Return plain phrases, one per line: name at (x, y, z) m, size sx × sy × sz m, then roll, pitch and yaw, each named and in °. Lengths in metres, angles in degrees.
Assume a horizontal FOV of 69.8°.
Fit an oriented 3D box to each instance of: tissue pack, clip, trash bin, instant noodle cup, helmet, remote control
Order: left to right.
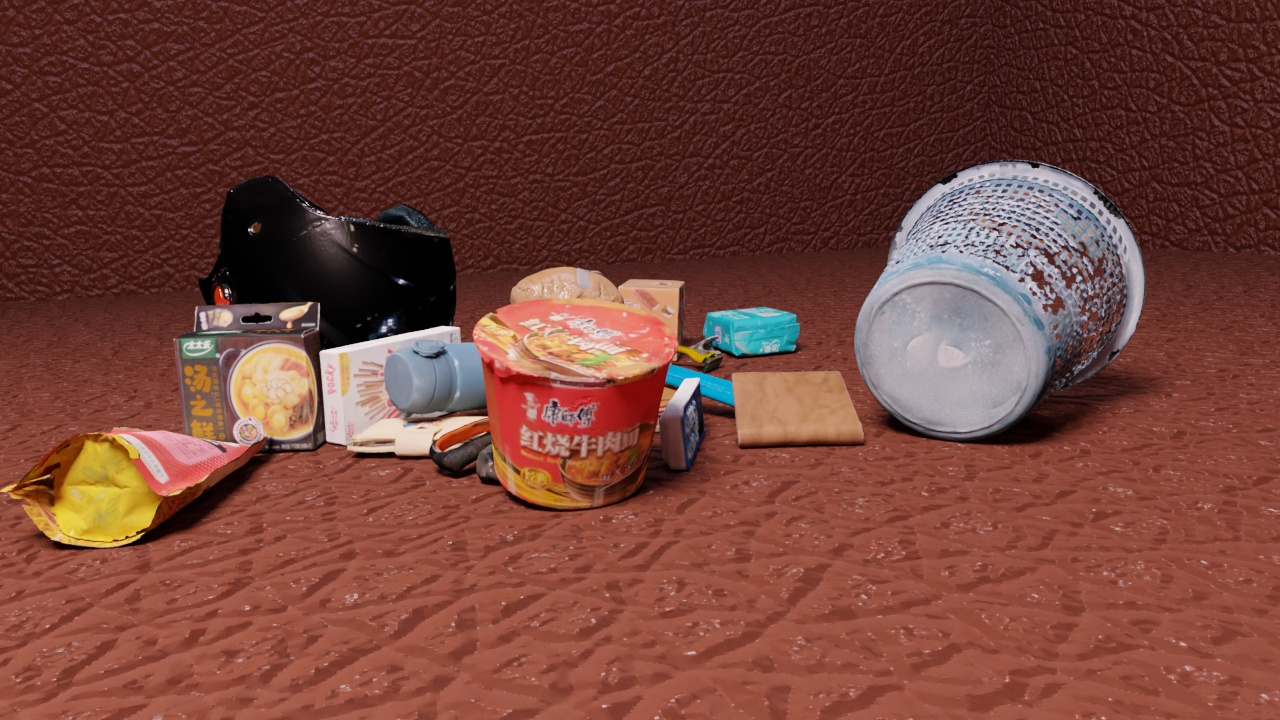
helmet at (-0.323, -0.063, 0.967) m, size 0.275 × 0.230 × 0.233 m, roll -16°, pitch -8°, yaw 26°
instant noodle cup at (-0.047, 0.029, 0.637) m, size 0.138 × 0.109 × 0.137 m, roll 3°, pitch 25°, yaw -2°
remote control at (0.035, 0.049, 0.739) m, size 0.024 × 0.049 × 0.124 m, roll -3°, pitch 9°, yaw 12°
clip at (0.082, -0.016, 1.197) m, size 0.024 × 0.026 × 0.056 m, roll -8°, pitch -2°, yaw -39°
tissue pack at (0.143, -0.039, 1.207) m, size 0.093 × 0.050 × 0.133 m, roll -7°, pitch 10°, yaw -13°
trash bin at (0.285, -0.037, 0.778) m, size 0.227 × 0.227 × 0.194 m, roll 5°, pitch 25°, yaw 36°

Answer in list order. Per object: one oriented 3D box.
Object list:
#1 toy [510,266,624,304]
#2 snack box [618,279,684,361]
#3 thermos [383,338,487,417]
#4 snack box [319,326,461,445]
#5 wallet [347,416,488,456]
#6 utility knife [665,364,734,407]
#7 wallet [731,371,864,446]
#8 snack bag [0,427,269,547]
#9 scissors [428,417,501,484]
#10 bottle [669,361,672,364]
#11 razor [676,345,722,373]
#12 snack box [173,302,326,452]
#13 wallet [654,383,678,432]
toy at (-0.102, -0.025, 1.025) m, size 0.143 × 0.082 × 0.227 m, roll 16°, pitch -33°, yaw -22°
snack box at (0.015, -0.053, 1.185) m, size 0.077 × 0.094 × 0.092 m, roll 2°, pitch 10°, yaw 7°
thermos at (-0.136, 0.013, 0.863) m, size 0.070 × 0.070 × 0.220 m, roll 6°, pitch 5°, yaw 41°
snack box at (-0.229, 0.020, 0.865) m, size 0.027 × 0.085 × 0.156 m, roll 6°, pitch 13°, yaw 31°
wallet at (-0.183, 0.064, 0.787) m, size 0.115 × 0.024 × 0.087 m, roll 0°, pitch 11°, yaw 9°
utility knife at (0.054, 0.022, 0.855) m, size 0.203 × 0.018 × 0.034 m, roll 18°, pitch 24°, yaw 27°
wallet at (0.130, 0.039, 0.783) m, size 0.101 × 0.020 × 0.115 m, roll -2°, pitch 27°, yaw 2°
snack bag at (-0.360, 0.075, 0.674) m, size 0.128 × 0.073 × 0.208 m, roll 0°, pitch 4°, yaw -9°
scissors at (-0.086, 0.037, 0.770) m, size 0.161 × 0.022 × 0.233 m, roll -1°, pitch 23°, yaw 9°
bottle at (-0.006, 0.006, 0.979) m, size 0.066 × 0.067 × 0.149 m, roll -4°, pitch 2°, yaw -5°
razor at (0.031, -0.006, 1.104) m, size 0.133 × 0.028 × 0.043 m, roll 6°, pitch 16°, yaw 28°
snack box at (-0.339, 0.015, 0.805) m, size 0.113 × 0.126 × 0.053 m, roll -2°, pitch 10°, yaw 0°
wallet at (-0.024, 0.044, 0.842) m, size 0.131 × 0.031 × 0.108 m, roll -6°, pitch 9°, yaw -13°
